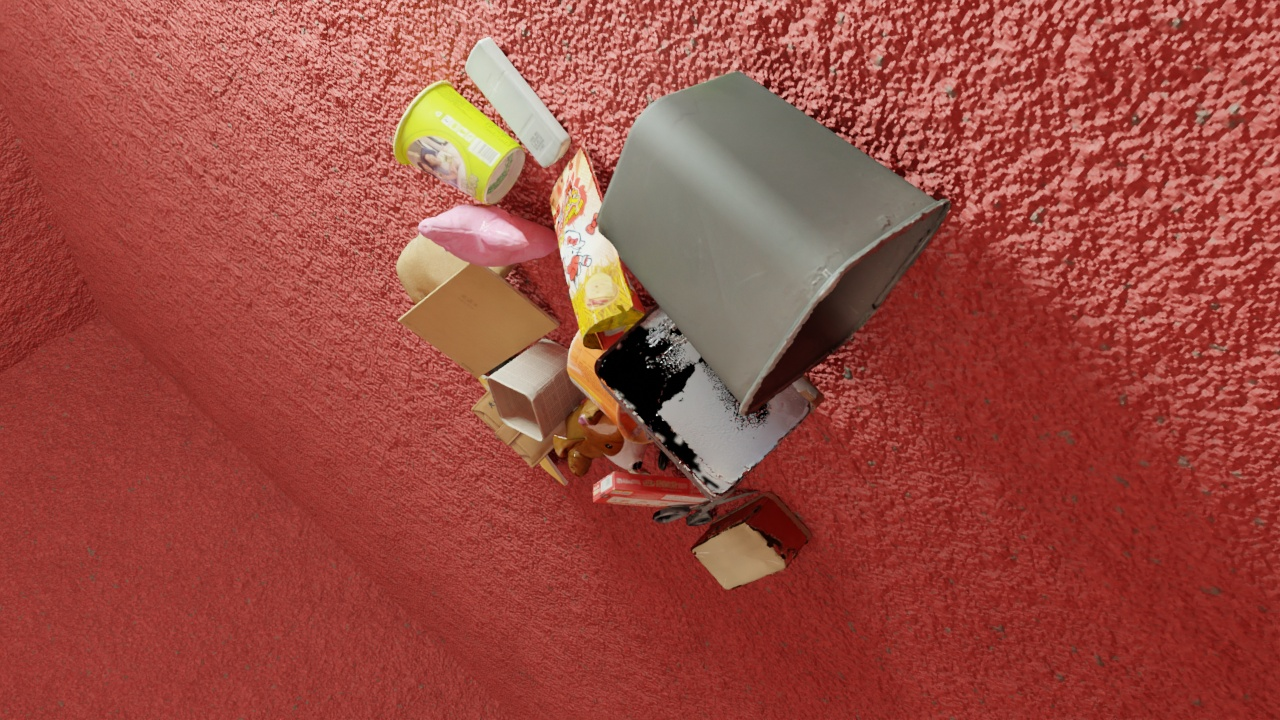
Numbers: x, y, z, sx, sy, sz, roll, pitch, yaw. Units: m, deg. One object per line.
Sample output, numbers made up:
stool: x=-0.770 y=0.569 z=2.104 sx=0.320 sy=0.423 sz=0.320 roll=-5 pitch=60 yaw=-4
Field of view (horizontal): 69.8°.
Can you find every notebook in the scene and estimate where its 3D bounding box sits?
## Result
notebook: x=-0.233 y=-0.055 z=1.300 sx=0.149 sy=0.012 sz=0.212 roll=38 pitch=137 yaw=-24
notebook: x=-0.194 y=0.105 z=1.470 sx=0.206 sy=0.010 sz=0.146 roll=56 pitch=166 yaw=-16

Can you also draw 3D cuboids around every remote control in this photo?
remote control: x=-0.136 y=-0.286 z=1.024 sx=0.150 sy=0.021 sz=0.058 roll=51 pitch=147 yaw=-4

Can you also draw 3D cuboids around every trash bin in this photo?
trash bin: x=0.100 y=-0.111 z=0.784 sx=0.220 sy=0.198 sz=0.200 roll=46 pitch=140 yaw=17

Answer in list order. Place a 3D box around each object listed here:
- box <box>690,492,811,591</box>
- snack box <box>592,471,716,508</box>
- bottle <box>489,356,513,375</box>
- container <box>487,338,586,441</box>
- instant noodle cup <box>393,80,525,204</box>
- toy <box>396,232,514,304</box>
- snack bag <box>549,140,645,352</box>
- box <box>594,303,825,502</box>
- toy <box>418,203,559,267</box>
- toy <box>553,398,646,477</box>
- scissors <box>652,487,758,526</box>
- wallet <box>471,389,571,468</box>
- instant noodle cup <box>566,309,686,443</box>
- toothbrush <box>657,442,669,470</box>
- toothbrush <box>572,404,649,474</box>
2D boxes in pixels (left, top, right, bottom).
box: x=0.139 y=0.249 z=1.211 sx=0.091 sy=0.077 sz=0.169 roll=47 pitch=146 yaw=2
snack box: x=0.019 y=0.177 z=1.238 sx=0.152 sy=0.025 sz=0.075 roll=8 pitch=156 yaw=-22
bottle: x=-0.200 y=0.026 z=1.410 sx=0.195 sy=0.044 sz=0.080 roll=52 pitch=154 yaw=-4
container: x=-0.137 y=0.037 z=1.284 sx=0.090 sy=0.110 sz=0.090 roll=22 pitch=140 yaw=35
instant noodle cup: x=-0.206 y=-0.247 z=1.079 sx=0.123 sy=0.111 sz=0.112 roll=35 pitch=146 yaw=6
toy: x=-0.268 y=-0.127 z=1.303 sx=0.143 sy=0.082 sz=0.227 roll=42 pitch=147 yaw=-19
snack bag: x=-0.055 y=-0.122 z=1.009 sx=0.129 sy=0.073 sz=0.207 roll=125 pitch=131 yaw=-58
box: x=0.065 y=0.030 z=0.923 sx=0.181 sy=0.158 sz=0.205 roll=45 pitch=179 yaw=6
toy: x=-0.182 y=-0.152 z=1.134 sx=0.194 sy=0.178 sz=0.074 roll=-147 pitch=64 yaw=-79
toy: x=-0.038 y=0.093 z=1.212 sx=0.130 sy=0.140 sz=0.200 roll=61 pitch=154 yaw=15
scissors: x=0.086 y=0.200 z=1.244 sx=0.165 sy=0.014 sz=0.163 roll=-6 pitch=156 yaw=9
wallet: x=-0.171 y=0.081 z=1.365 sx=0.132 sy=0.031 sz=0.108 roll=45 pitch=106 yaw=-2
instant noodle cup: x=-0.006 y=0.006 z=1.076 sx=0.111 sy=0.151 sz=0.152 roll=34 pitch=146 yaw=36
toothbrush: x=0.036 y=0.100 z=1.238 sx=0.016 sy=0.018 sz=0.181 roll=32 pitch=146 yaw=19
toothbrush: x=-0.055 y=0.114 z=1.357 sx=0.189 sy=0.020 sz=0.029 roll=47 pitch=118 yaw=4
